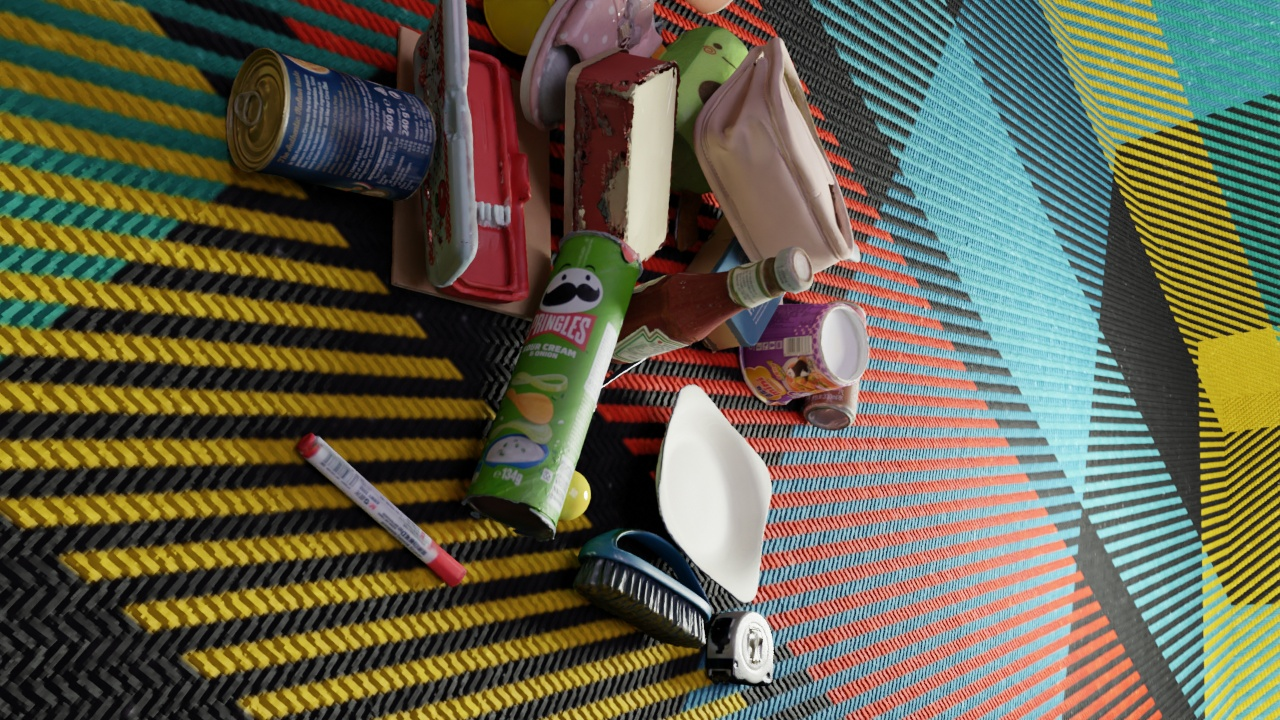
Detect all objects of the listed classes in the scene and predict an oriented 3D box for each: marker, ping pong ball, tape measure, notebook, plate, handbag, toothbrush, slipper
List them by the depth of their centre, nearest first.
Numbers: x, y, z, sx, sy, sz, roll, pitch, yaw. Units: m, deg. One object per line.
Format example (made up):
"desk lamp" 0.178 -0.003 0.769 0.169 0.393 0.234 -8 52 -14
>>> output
"marker" -0.167 0.099 0.600 0.145 0.017 0.017 50 46 -26
"ping pong ball" -0.059 0.103 0.704 0.040 0.040 0.040 19 64 -45
"notebook" -0.129 -0.143 0.727 0.149 0.012 0.211 13 68 -45
"slipper" -0.014 -0.298 0.785 0.273 0.054 0.114 -58 163 -24
"toothbrush" -0.005 0.005 0.819 0.180 0.016 0.018 -38 113 -47
"plate" 0.059 0.122 0.828 0.163 0.034 0.163 49 38 -30
"tape measure" 0.091 0.260 0.831 0.065 0.034 0.066 23 62 -45
"handbag" 0.139 -0.216 0.894 0.193 0.094 0.233 54 36 -38

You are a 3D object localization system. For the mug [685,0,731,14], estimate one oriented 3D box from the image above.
"mug" 0.048 -0.445 0.984 0.105 0.082 0.114 22 35 -42

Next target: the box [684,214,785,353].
"box" 0.100 -0.086 0.928 0.090 0.061 0.183 52 47 -25

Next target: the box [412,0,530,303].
"box" -0.116 -0.150 0.663 0.118 0.098 0.201 6 74 -44

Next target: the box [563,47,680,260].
"box" -0.010 -0.159 0.755 0.091 0.076 0.169 -45 147 -47

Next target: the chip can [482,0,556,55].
"chip can" -0.053 -0.341 0.832 0.071 0.072 0.209 60 41 -16

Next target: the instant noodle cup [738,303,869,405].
"instant noodle cup" 0.174 -0.012 0.951 0.111 0.099 0.111 6 80 -41

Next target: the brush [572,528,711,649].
"brush" 0.006 0.179 0.742 0.144 0.055 0.073 39 52 -34

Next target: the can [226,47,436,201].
"can" -0.198 -0.150 0.599 0.111 0.075 0.075 3 75 -49

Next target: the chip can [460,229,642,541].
"chip can" -0.061 0.013 0.694 0.072 0.072 0.235 38 55 -35

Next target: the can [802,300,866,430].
"can" 0.222 0.005 1.046 0.058 0.058 0.147 40 51 -34

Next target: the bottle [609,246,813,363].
"bottle" 0.045 -0.046 0.742 0.059 0.207 0.059 19 63 -43

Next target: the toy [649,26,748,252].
"toy" 0.052 -0.241 0.906 0.227 0.090 0.246 44 52 -35

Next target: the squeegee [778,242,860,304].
"squeegee" 0.211 -0.138 1.096 0.249 0.040 0.247 -1 78 -50
